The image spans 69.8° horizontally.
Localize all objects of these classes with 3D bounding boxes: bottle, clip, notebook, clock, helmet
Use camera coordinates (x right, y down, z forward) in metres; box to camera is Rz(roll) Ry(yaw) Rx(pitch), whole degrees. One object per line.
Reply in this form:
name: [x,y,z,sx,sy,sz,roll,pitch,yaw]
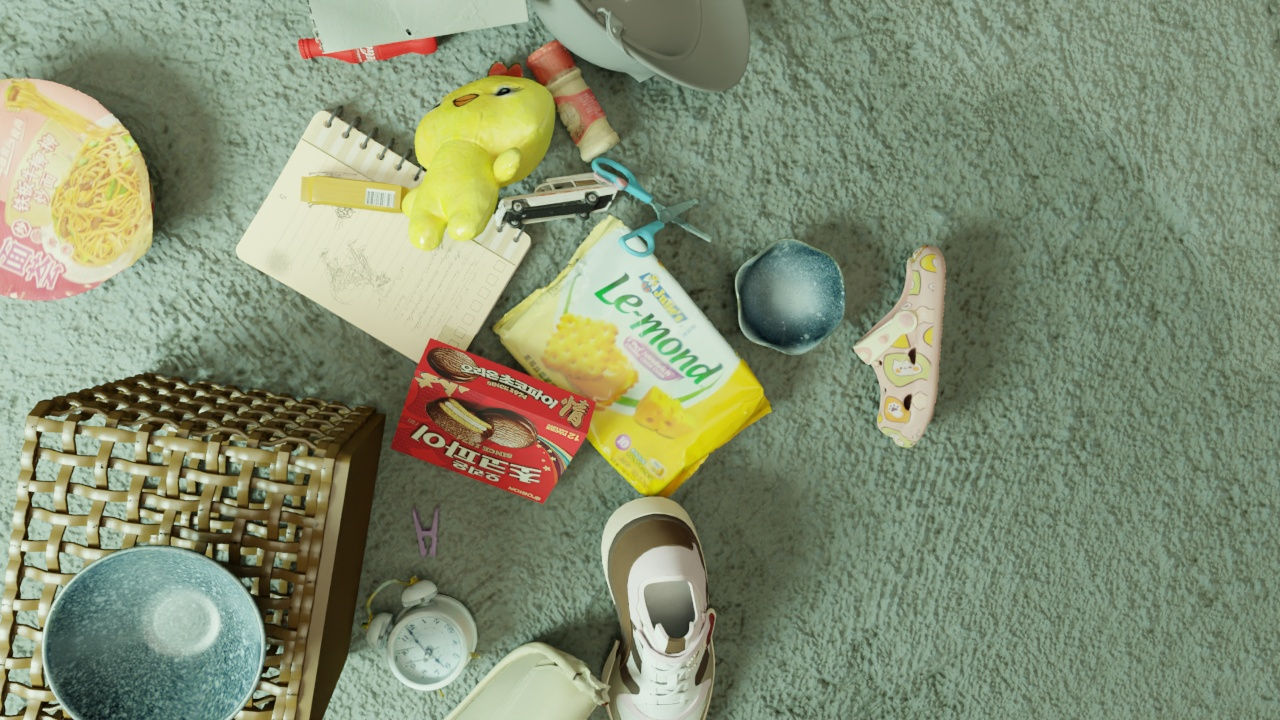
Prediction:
bottle: [-0.062,-0.239,0.848,0.044,0.044,0.109,-31,100,-4]
bottle: [-0.243,-0.286,0.819,0.119,0.036,0.036,-10,97,-7]
clip: [-0.206,0.165,0.882,0.032,0.013,0.051,1,98,-7]
notebook: [-0.232,-0.109,0.846,0.225,0.024,0.167,31,92,-10]
clock: [-0.208,0.257,0.869,0.083,0.057,0.117,-45,93,-2]
helmet: [-0.032,-0.326,0.811,0.271,0.118,0.183,32,61,-32]

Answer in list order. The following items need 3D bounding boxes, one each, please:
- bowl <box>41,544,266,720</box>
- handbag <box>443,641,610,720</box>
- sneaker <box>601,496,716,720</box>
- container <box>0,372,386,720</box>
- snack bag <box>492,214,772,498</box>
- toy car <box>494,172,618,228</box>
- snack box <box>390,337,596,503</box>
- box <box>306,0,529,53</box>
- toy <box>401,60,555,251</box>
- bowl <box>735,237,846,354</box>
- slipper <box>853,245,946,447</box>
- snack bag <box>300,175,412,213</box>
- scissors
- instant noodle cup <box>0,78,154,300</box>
bowl: [-0.317,0.183,0.620,0.137,0.057,0.137,-1,96,-8]
handbag: [-0.116,0.379,0.840,0.132,0.184,0.228,42,72,-12]
sneaker: [0.025,0.278,0.848,0.111,0.116,0.294,-3,112,-8]
container: [-0.349,0.160,0.755,0.214,0.219,0.251,10,94,-9]
snack bag: [-0.005,0.005,0.867,0.159,0.068,0.247,-41,100,-4]
toy car: [-0.079,-0.150,0.845,0.113,0.039,0.039,-11,74,-23]
snack box: [-0.135,0.059,0.826,0.152,0.133,0.035,22,49,-10]
box: [-0.179,-0.339,0.669,0.167,0.331,0.164,-13,82,-8]
toy: [-0.139,-0.175,0.788,0.134,0.207,0.092,-7,133,26]
bowl: [0.139,-0.062,0.887,0.110,0.055,0.110,-1,96,-8]
slipper: [0.251,-0.016,0.900,0.081,0.093,0.197,7,93,11]
snack bag: [-0.250,-0.147,0.815,0.099,0.020,0.026,5,92,-7]
scissors: [0.009,-0.132,0.839,0.135,0.015,0.129,25,48,-15]
instant noodle cup: [-0.497,-0.140,0.777,0.178,0.078,0.178,-1,96,-10]
